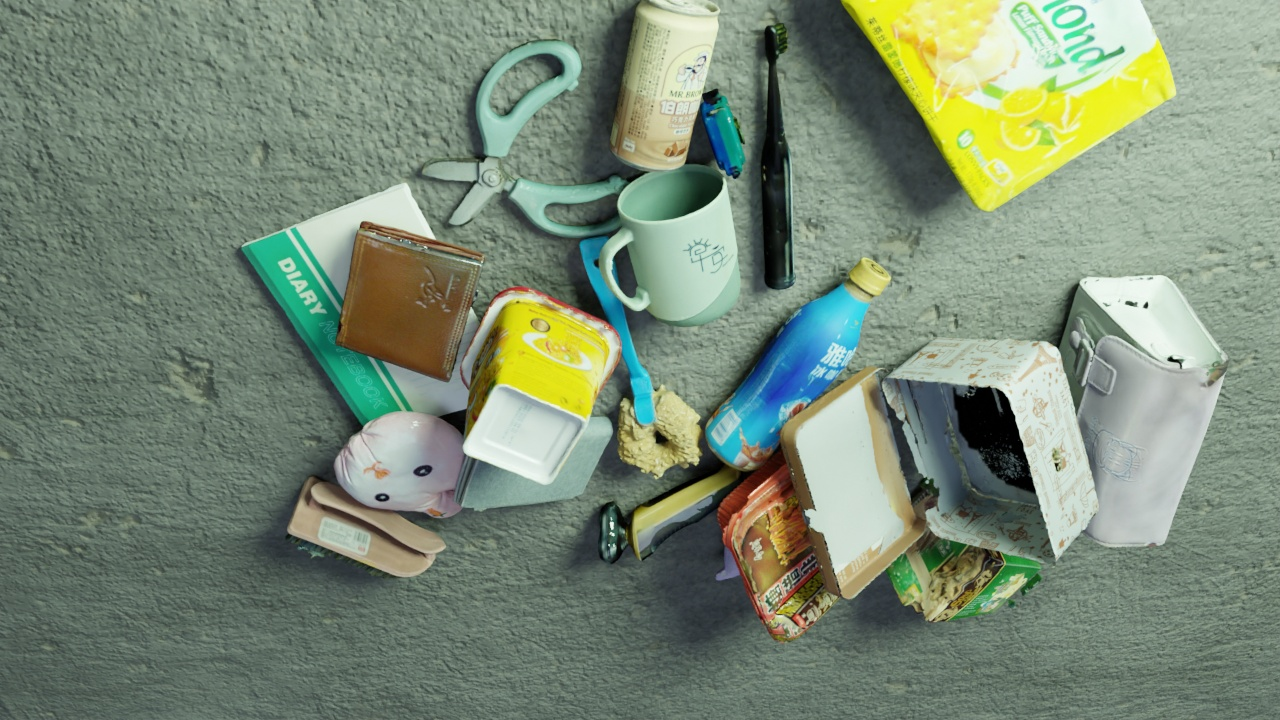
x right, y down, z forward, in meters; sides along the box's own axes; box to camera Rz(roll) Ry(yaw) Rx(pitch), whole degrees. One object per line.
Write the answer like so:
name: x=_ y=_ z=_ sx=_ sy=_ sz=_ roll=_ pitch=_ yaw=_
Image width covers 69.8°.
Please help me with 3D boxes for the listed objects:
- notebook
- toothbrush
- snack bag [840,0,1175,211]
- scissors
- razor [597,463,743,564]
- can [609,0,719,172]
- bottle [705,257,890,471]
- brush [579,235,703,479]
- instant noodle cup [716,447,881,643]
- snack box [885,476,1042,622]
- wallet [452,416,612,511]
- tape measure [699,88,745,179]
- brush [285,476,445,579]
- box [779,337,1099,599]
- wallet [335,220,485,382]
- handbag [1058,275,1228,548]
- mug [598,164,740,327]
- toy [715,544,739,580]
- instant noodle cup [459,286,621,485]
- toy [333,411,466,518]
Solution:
notebook: x=-0.216 y=-0.033 z=0.777 sx=0.150 sy=0.012 sz=0.209 roll=-17 pitch=122 yaw=12
toothbrush: x=0.107 y=-0.153 z=0.714 sx=0.027 sy=0.026 sz=0.213 roll=-28 pitch=129 yaw=-27
snack bag: x=0.251 y=-0.232 z=0.640 sx=0.158 sy=0.068 sz=0.246 roll=-34 pitch=121 yaw=19
scissors: x=-0.079 y=-0.166 z=0.696 sx=0.170 sy=0.019 sz=0.182 roll=6 pitch=125 yaw=-7
razor: x=0.029 y=0.145 z=0.906 sx=0.168 sy=0.062 sz=0.067 roll=-30 pitch=91 yaw=11
can: x=0.016 y=-0.198 z=0.654 sx=0.058 sy=0.058 sz=0.116 roll=8 pitch=125 yaw=-9
bottle: x=0.138 y=0.003 z=0.801 sx=0.065 sy=0.065 sz=0.219 roll=24 pitch=119 yaw=-19
brush: x=-0.005 y=0.005 z=0.804 sx=0.083 sy=0.045 sz=0.255 roll=-10 pitch=125 yaw=12
instant noodle cup: x=0.148 y=0.157 z=0.873 sx=0.164 sy=0.079 sz=0.189 roll=-36 pitch=126 yaw=-18
snack box: x=0.326 y=0.196 z=0.931 sx=0.105 sy=0.117 sz=0.118 roll=13 pitch=127 yaw=-27
wallet: x=-0.101 y=0.093 z=0.848 sx=0.129 sy=0.037 sz=0.107 roll=0 pitch=131 yaw=-34
tape measure: x=0.062 y=-0.169 z=0.680 sx=0.025 sy=0.054 sz=0.058 roll=-16 pitch=125 yaw=11
brush: x=-0.264 y=0.167 z=0.890 sx=0.145 sy=0.063 sz=0.073 roll=31 pitch=128 yaw=-23
box: x=0.256 y=0.097 z=0.774 sx=0.197 sy=0.158 sz=0.181 roll=-30 pitch=111 yaw=-29
wallet: x=-0.187 y=-0.045 z=0.742 sx=0.101 sy=0.032 sz=0.125 roll=16 pitch=123 yaw=-12
handbag: x=0.418 y=0.045 z=0.800 sx=0.098 sy=0.144 sz=0.197 roll=-5 pitch=125 yaw=-4
mug: x=0.022 y=-0.080 z=0.713 sx=0.111 sy=0.082 sz=0.106 roll=-29 pitch=132 yaw=-17
toy: x=0.116 y=0.178 z=0.938 sx=0.083 sy=0.039 sz=0.108 roll=-12 pitch=122 yaw=-13
instant noodle cup: x=-0.084 y=0.023 z=0.727 sx=0.116 sy=0.123 sz=0.116 roll=24 pitch=121 yaw=-13
toy: x=-0.200 y=0.101 z=0.844 sx=0.121 sy=0.054 sz=0.159 roll=-34 pitch=139 yaw=20
